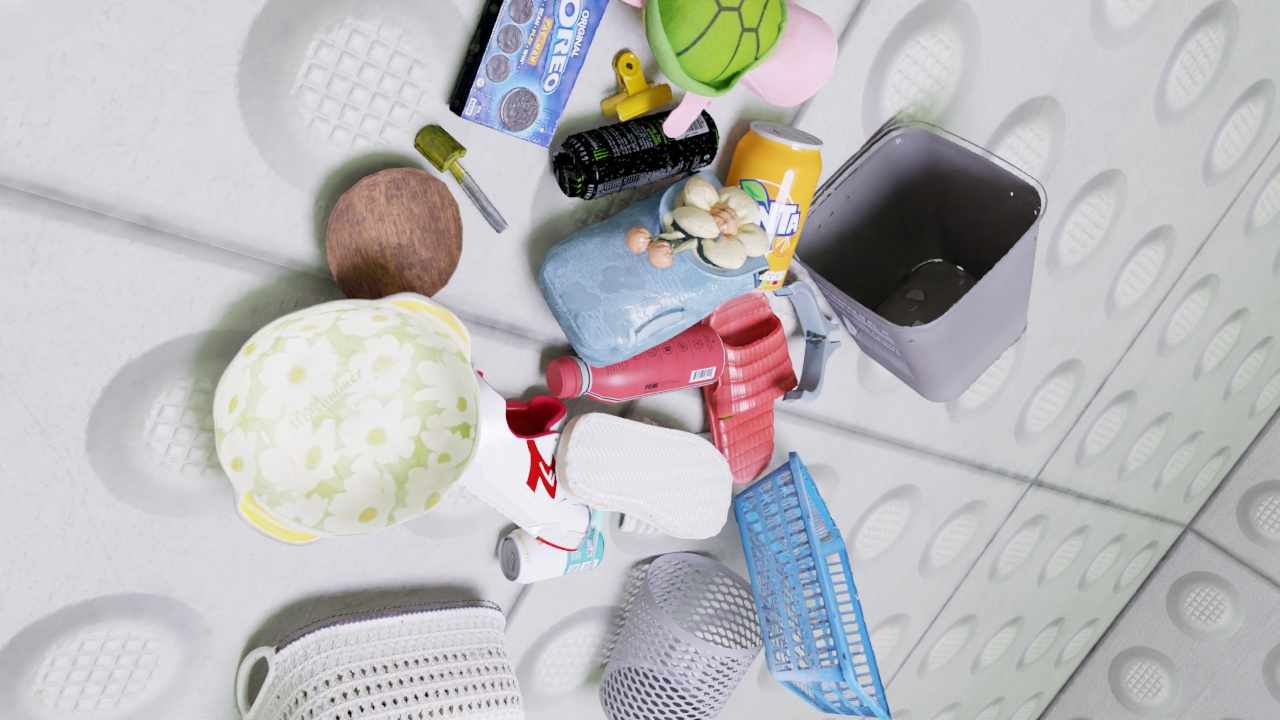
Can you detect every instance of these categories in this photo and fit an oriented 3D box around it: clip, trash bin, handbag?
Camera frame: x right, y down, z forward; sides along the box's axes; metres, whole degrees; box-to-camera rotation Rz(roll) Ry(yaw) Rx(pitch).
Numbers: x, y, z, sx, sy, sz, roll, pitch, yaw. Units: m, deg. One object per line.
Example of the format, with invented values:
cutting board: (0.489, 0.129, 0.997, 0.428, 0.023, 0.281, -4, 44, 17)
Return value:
clip: (0.171, -0.047, 0.960, 0.172, 0.031, 0.164, -47, 127, -54)
trash bin: (0.296, -0.086, 0.954, 0.197, 0.197, 0.220, -44, 144, -3)
handbag: (0.014, -0.082, 0.762, 0.191, 0.122, 0.119, -28, 178, -14)
trash bin: (0.046, 0.351, 1.092, 0.156, 0.156, 0.184, 3, 120, -40)
clip: (-0.006, -0.217, 0.729, 0.054, 0.046, 0.048, -28, 167, -19)

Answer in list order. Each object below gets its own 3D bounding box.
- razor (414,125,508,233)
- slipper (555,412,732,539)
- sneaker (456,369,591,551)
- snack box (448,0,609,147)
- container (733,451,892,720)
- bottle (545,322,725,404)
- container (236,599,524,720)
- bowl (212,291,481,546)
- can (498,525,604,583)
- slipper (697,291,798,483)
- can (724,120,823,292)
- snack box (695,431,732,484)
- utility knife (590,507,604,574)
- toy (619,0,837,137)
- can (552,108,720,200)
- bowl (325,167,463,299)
razor: (-0.128, -0.130, 0.691, 0.026, 0.042, 0.106, -45, 147, -6)
slipper: (0.006, 0.114, 0.903, 0.272, 0.054, 0.114, 29, 73, -50)
sneaker: (-0.096, 0.088, 0.837, 0.104, 0.090, 0.236, -47, 132, -3)
snack box: (-0.074, -0.235, 0.657, 0.082, 0.027, 0.150, 8, 115, -42)
container: (0.206, 0.291, 1.095, 0.089, 0.256, 0.362, -17, 149, 12)
bottle: (-0.005, 0.005, 0.862, 0.176, 0.062, 0.062, -10, 125, -34)
container: (-0.231, 0.326, 0.858, 0.251, 0.143, 0.185, 6, 130, -41)
bowl: (-0.218, 0.037, 0.694, 0.188, 0.060, 0.219, 36, 95, -27)
can: (-0.090, 0.193, 0.937, 0.101, 0.055, 0.055, -4, 122, -37)
slipper: (0.118, 0.032, 0.966, 0.103, 0.059, 0.249, -25, 124, -26)
can: (0.112, -0.138, 0.837, 0.079, 0.079, 0.143, -5, 123, -36)
snack box: (0.047, 0.122, 1.014, 0.149, 0.026, 0.082, -4, 120, -37)
utility knife: (-0.041, 0.137, 0.896, 0.015, 0.147, 0.022, -1, 147, 15)
toy: (0.061, -0.264, 0.693, 0.238, 0.088, 0.190, 25, 82, -44)
can: (-0.001, -0.169, 0.743, 0.137, 0.054, 0.054, -21, 131, -26)
bowl: (-0.183, -0.092, 0.675, 0.101, 0.026, 0.114, -19, 131, -26)
